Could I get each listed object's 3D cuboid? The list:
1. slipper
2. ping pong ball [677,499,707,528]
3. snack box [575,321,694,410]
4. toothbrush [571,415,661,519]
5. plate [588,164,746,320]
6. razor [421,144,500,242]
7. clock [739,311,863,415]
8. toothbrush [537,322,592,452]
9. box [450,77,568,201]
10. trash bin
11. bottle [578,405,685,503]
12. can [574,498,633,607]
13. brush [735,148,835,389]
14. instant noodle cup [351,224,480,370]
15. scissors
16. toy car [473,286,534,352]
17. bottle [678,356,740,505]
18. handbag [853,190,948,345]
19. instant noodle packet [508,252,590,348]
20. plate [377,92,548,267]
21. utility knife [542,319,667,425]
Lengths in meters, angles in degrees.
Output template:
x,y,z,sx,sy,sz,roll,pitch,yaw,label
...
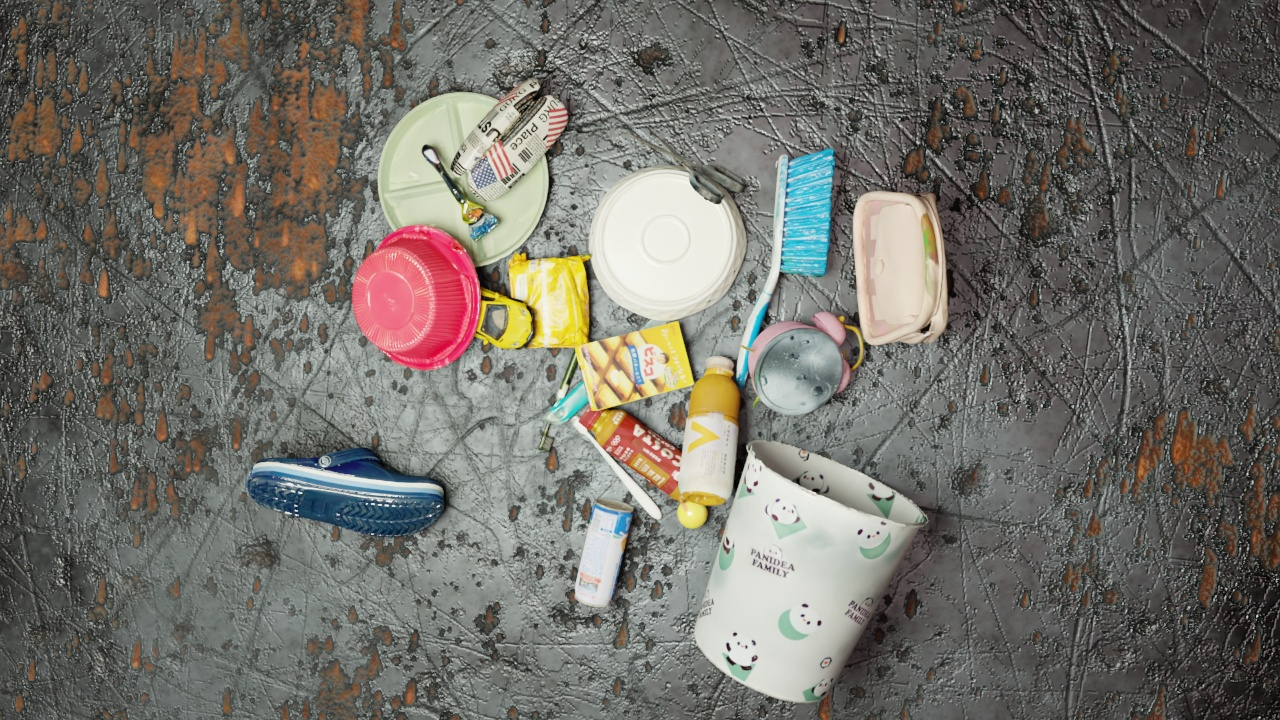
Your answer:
x,y,z,sx,sy,sz,roll,pitch,yaw,label
-0.387,0.167,1.223,0.252,0.105,0.095,10,52,-10,slipper
0.069,0.202,1.215,0.040,0.040,0.040,0,93,4,ping pong ball
-0.007,0.007,1.191,0.140,0.034,0.087,-14,91,-20,snack box
-0.031,0.144,1.234,0.016,0.016,0.180,-40,92,12,toothbrush
0.033,-0.155,1.194,0.205,0.045,0.205,0,91,4,plate
-0.241,-0.224,1.195,0.043,0.022,0.142,-36,90,3,razor
0.211,0.000,1.170,0.158,0.059,0.117,-15,112,-3,clock
-0.099,0.036,1.233,0.017,0.012,0.186,21,94,-3,toothbrush
-0.166,-0.279,1.177,0.162,0.076,0.087,-45,117,2,box
0.193,0.258,1.129,0.229,0.229,0.252,21,100,2,trash bin
-0.001,0.115,1.207,0.175,0.057,0.057,35,95,1,bottle
-0.049,0.255,1.220,0.053,0.053,0.134,13,94,3,can
0.188,-0.114,1.187,0.109,0.060,0.314,4,96,9,brush
-0.302,-0.078,1.183,0.194,0.065,0.194,4,99,25,instant noodle cup
0.058,-0.249,1.167,0.181,0.159,0.014,15,123,-21,scissors
-0.205,-0.062,1.199,0.156,0.041,0.071,21,102,25,toy car
0.091,0.087,1.170,0.068,0.068,0.189,7,67,3,bottle
0.321,-0.112,1.083,0.093,0.234,0.193,-4,93,2,handbag
-0.118,-0.080,1.209,0.111,0.044,0.128,-1,91,9,instant noodle packet
-0.234,-0.237,1.218,0.230,0.027,0.230,0,94,4,plate
-0.043,0.009,1.222,0.222,0.013,0.029,-44,93,0,utility knife
